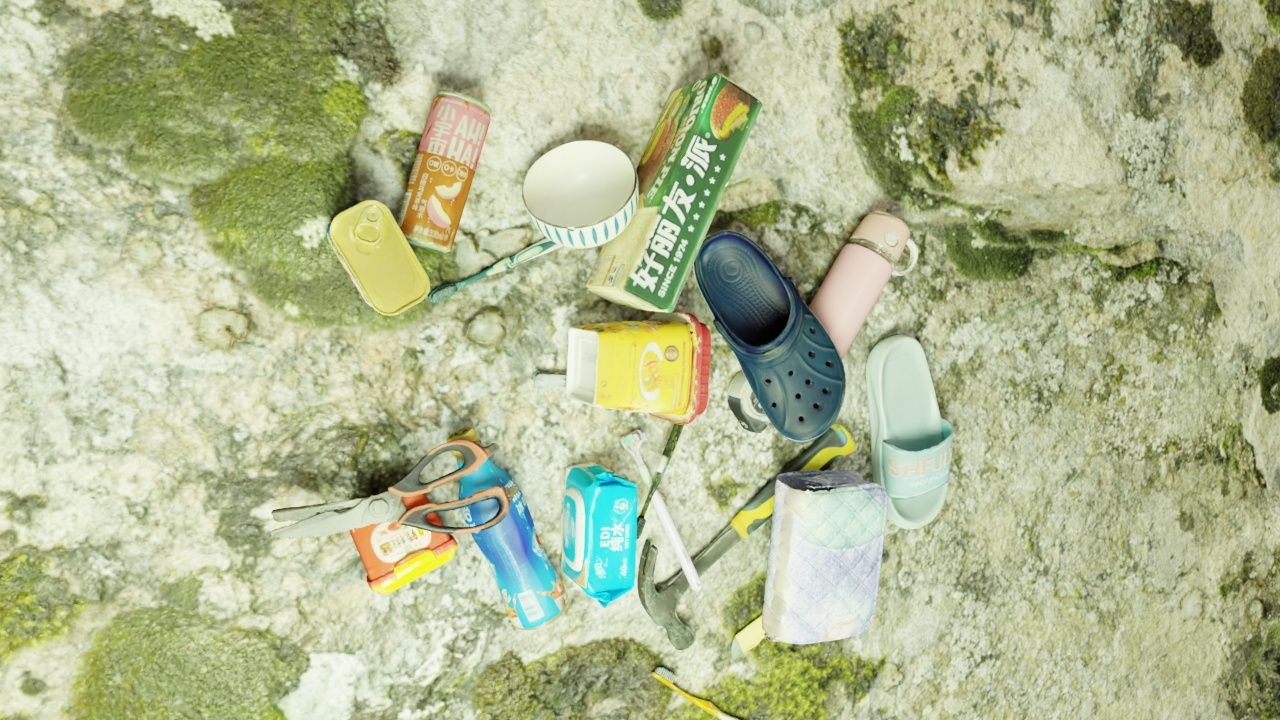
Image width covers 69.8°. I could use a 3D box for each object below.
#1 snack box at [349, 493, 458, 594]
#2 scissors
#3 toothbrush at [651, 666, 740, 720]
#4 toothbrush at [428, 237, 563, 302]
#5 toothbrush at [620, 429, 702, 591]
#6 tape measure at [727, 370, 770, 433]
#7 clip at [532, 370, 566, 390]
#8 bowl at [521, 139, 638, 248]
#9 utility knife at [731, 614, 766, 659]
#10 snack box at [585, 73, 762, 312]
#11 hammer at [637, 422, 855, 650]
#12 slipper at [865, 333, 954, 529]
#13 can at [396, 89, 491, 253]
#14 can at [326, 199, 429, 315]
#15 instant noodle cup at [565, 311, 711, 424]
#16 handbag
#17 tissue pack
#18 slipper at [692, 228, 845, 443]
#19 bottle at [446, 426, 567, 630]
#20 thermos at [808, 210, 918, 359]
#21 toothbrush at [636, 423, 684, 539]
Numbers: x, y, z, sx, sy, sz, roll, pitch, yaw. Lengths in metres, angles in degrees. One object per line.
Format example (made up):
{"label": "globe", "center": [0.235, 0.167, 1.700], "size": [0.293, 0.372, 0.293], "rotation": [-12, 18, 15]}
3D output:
{"label": "snack box", "center": [-0.236, 0.173, 0.899], "size": [0.091, 0.082, 0.080], "rotation": [-27, 92, -19]}
{"label": "scissors", "center": [-0.231, 0.124, 0.865], "size": [0.205, 0.015, 0.196], "rotation": [30, 70, -5]}
{"label": "toothbrush", "center": [0.086, 0.411, 1.092], "size": [0.191, 0.016, 0.018], "rotation": [37, 72, -21]}
{"label": "toothbrush", "center": [-0.129, -0.102, 0.941], "size": [0.191, 0.018, 0.016], "rotation": [-27, 105, -18]}
{"label": "toothbrush", "center": [0.026, 0.167, 1.012], "size": [0.029, 0.021, 0.189], "rotation": [-24, 90, -28]}
{"label": "tape measure", "center": [0.135, 0.041, 1.061], "size": [0.065, 0.034, 0.066], "rotation": [-39, 111, -16]}
{"label": "clip", "center": [-0.086, 0.022, 0.973], "size": [0.058, 0.041, 0.026], "rotation": [7, 95, -19]}
{"label": "bowl", "center": [-0.056, -0.159, 0.928], "size": [0.116, 0.116, 0.066], "rotation": [-39, 151, -15]}
{"label": "utility knife", "center": [0.188, 0.300, 1.120], "size": [0.198, 0.021, 0.031], "rotation": [-29, 110, -11]}
{"label": "snack box", "center": [0.031, -0.169, 0.949], "size": [0.063, 0.114, 0.240], "rotation": [25, 85, -23]}
{"label": "hammer", "center": [0.128, 0.185, 1.075], "size": [0.322, 0.032, 0.126], "rotation": [-40, 110, -14]}
{"label": "slipper", "center": [0.339, 0.088, 1.131], "size": [0.104, 0.074, 0.245], "rotation": [-14, 100, -22]}
{"label": "can", "center": [-0.190, -0.181, 0.885], "size": [0.058, 0.058, 0.147], "rotation": [17, 89, -24]}
{"label": "can", "center": [-0.248, -0.095, 0.856], "size": [0.057, 0.083, 0.102], "rotation": [-33, 107, -17]}
{"label": "instant noodle cup", "center": [-0.006, 0.006, 0.948], "size": [0.123, 0.116, 0.116], "rotation": [1, 96, -28]}
{"label": "handbag", "center": [0.210, 0.226, 1.065], "size": [0.134, 0.076, 0.194], "rotation": [-1, 101, -26]}
{"label": "tissue pack", "center": [-0.046, 0.179, 0.969], "size": [0.063, 0.090, 0.140], "rotation": [1, 95, -23]}
{"label": "slipper", "center": [0.143, -0.032, 0.989], "size": [0.105, 0.095, 0.253], "rotation": [-30, 87, 6]}
{"label": "bottle", "center": [-0.142, 0.171, 0.942], "size": [0.065, 0.065, 0.219], "rotation": [-27, 104, -18]}
{"label": "thermos", "center": [0.253, -0.076, 1.079], "size": [0.087, 0.067, 0.198], "rotation": [35, 81, -16]}
{"label": "toothbrush", "center": [0.027, 0.109, 1.003], "size": [0.012, 0.017, 0.185], "rotation": [26, 67, -5]}
